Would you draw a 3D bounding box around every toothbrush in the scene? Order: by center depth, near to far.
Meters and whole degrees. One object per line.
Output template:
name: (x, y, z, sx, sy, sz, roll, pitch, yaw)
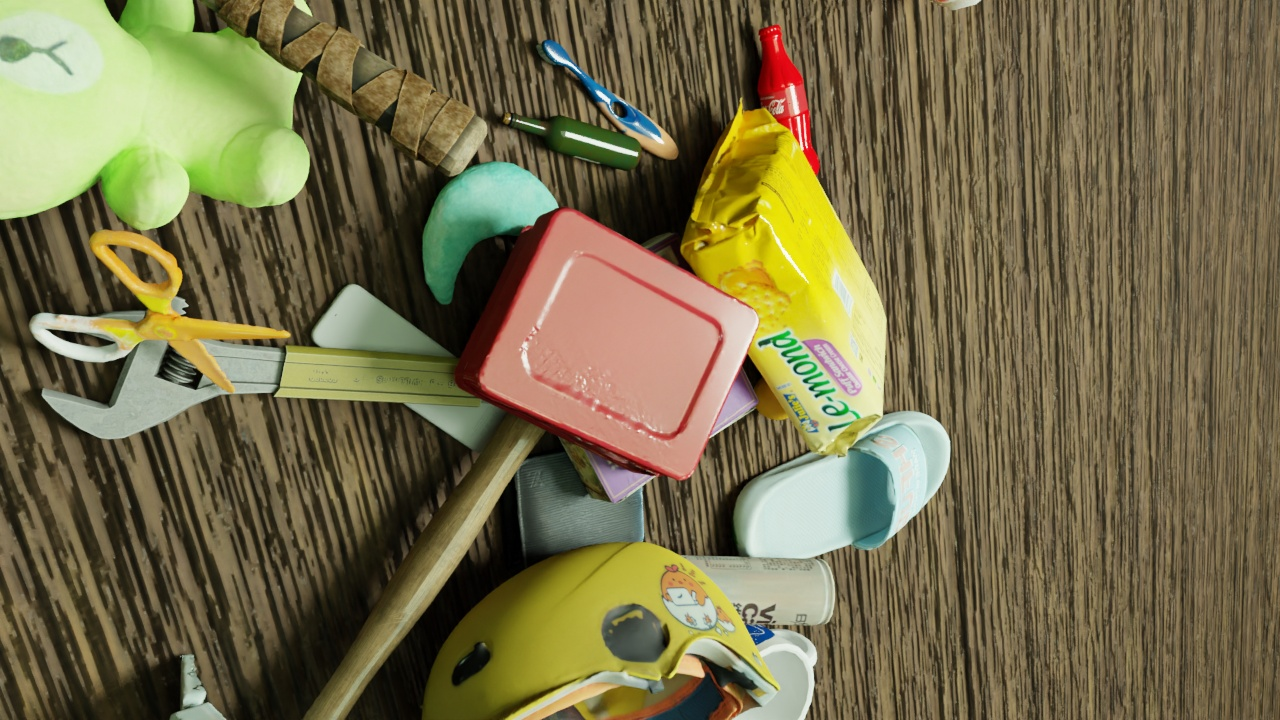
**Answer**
toothbrush: (-0.021, -0.183, 0.653, 0.135, 0.017, 0.021, 32, 85, -35)

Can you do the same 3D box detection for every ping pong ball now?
ping pong ball: (0.114, 0.030, 0.763, 0.040, 0.040, 0.040, -7, 102, -32)

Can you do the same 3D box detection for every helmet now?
helmet: (-0.043, 0.200, 0.620, 0.239, 0.139, 0.210, 9, 133, -33)

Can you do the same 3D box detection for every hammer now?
hammer: (-0.214, -0.186, 0.421, 0.318, 0.049, 0.121, 32, 49, -11)
hammer: (-0.146, 0.151, 0.578, 0.040, 0.132, 0.304, 45, 68, -32)

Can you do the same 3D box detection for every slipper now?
slipper: (0.189, 0.121, 0.810, 0.244, 0.074, 0.104, -16, 108, -28)

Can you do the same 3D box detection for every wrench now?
wrench: (-0.201, 0.011, 0.559, 0.273, 0.018, 0.084, 6, 101, -30)

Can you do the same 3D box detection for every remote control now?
remote control: (-0.147, 0.008, 0.609, 0.146, 0.008, 0.045, 41, 77, -32)

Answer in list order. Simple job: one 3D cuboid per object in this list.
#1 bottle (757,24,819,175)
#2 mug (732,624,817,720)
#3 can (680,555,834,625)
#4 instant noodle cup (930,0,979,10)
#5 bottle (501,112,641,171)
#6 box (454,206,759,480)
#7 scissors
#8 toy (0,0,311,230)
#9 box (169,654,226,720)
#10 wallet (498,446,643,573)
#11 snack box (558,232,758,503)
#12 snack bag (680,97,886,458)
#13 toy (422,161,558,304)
bottle: (0.113, -0.201, 0.722, 0.036, 0.036, 0.119, -25, 111, -27)
mug: (0.091, 0.255, 0.760, 0.121, 0.090, 0.091, -15, 106, -30)
can: (0.083, 0.185, 0.739, 0.135, 0.054, 0.054, 4, 97, -12)
instant noodle cup: (0.216, -0.352, 0.718, 0.121, 0.123, 0.123, 1, 98, -26)
bottle: (-0.047, -0.154, 0.634, 0.106, 0.025, 0.025, 8, 94, -34)
box: (-0.021, -0.007, 0.584, 0.157, 0.093, 0.129, 27, 82, -23)
scissors: (-0.255, -0.018, 0.480, 0.128, 0.011, 0.125, -14, 139, 6)
toy: (-0.267, -0.131, 0.452, 0.196, 0.107, 0.150, 2, 78, -24)
box: (-0.250, 0.283, 0.516, 0.040, 0.135, 0.197, 0, 99, -42)
wallet: (-0.047, 0.106, 0.682, 0.114, 0.026, 0.089, -11, 103, -31)
snack box: (-0.004, 0.004, 0.664, 0.143, 0.041, 0.148, -32, 103, -24)
snack bag: (0.118, -0.060, 0.692, 0.247, 0.068, 0.159, 54, 37, -28)
toy: (-0.100, -0.089, 0.610, 0.105, 0.033, 0.085, -22, 121, -29)
